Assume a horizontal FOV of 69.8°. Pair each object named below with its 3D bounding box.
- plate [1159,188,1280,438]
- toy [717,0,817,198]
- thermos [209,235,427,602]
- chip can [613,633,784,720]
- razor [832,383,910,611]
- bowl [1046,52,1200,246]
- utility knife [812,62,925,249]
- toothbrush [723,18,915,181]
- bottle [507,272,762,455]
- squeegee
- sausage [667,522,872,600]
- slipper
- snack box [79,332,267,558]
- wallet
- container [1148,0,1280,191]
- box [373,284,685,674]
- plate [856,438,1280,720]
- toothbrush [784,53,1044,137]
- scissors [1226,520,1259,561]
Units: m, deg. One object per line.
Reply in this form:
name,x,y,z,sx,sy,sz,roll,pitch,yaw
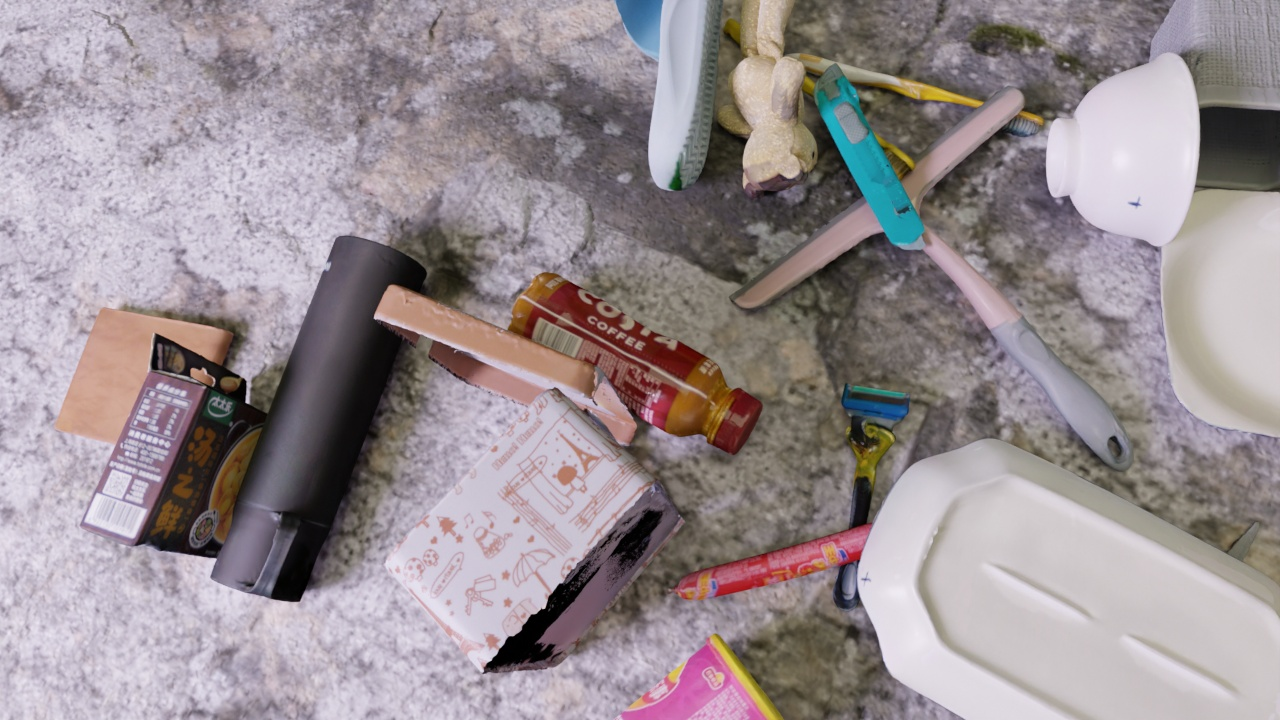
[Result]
plate,0.409,-0.027,0.574,0.164,0.034,0.164,5,74,9
toy,0.094,-0.195,0.645,0.066,0.105,0.157,-1,88,-28
thermos,-0.211,0.037,0.618,0.068,0.090,0.242,23,74,-27
chip can,-0.016,0.252,0.531,0.210,0.071,0.071,-37,72,-4
razor,0.141,0.088,0.584,0.043,0.022,0.142,7,80,20
bowl,0.296,-0.130,0.580,0.065,0.118,0.118,-1,73,11
utility knife,0.154,-0.139,0.623,0.029,0.013,0.157,-27,68,14
toothbrush,0.124,-0.192,0.666,0.016,0.015,0.190,-44,66,4
bottle,-0.004,0.004,0.611,0.175,0.057,0.057,30,79,15
squeegee,0.230,-0.030,0.596,0.247,0.040,0.249,-38,74,-1
sausage,0.090,0.126,0.570,0.156,0.020,0.020,-19,71,13
slipper,0.019,-0.242,0.664,0.074,0.104,0.245,3,80,11
snack box,-0.292,0.062,0.605,0.053,0.113,0.125,16,76,11
wallet,-0.369,0.015,0.681,0.115,0.020,0.101,11,76,14
container,0.388,-0.185,0.599,0.090,0.090,0.114,7,71,9
box,-0.084,0.058,0.541,0.193,0.183,0.156,39,81,17
plate,0.257,0.150,0.517,0.266,0.034,0.161,29,77,7
toothbrush,0.194,-0.194,0.667,0.191,0.016,0.018,19,85,13
scissors,0.313,0.167,0.543,0.159,0.014,0.175,12,73,9
